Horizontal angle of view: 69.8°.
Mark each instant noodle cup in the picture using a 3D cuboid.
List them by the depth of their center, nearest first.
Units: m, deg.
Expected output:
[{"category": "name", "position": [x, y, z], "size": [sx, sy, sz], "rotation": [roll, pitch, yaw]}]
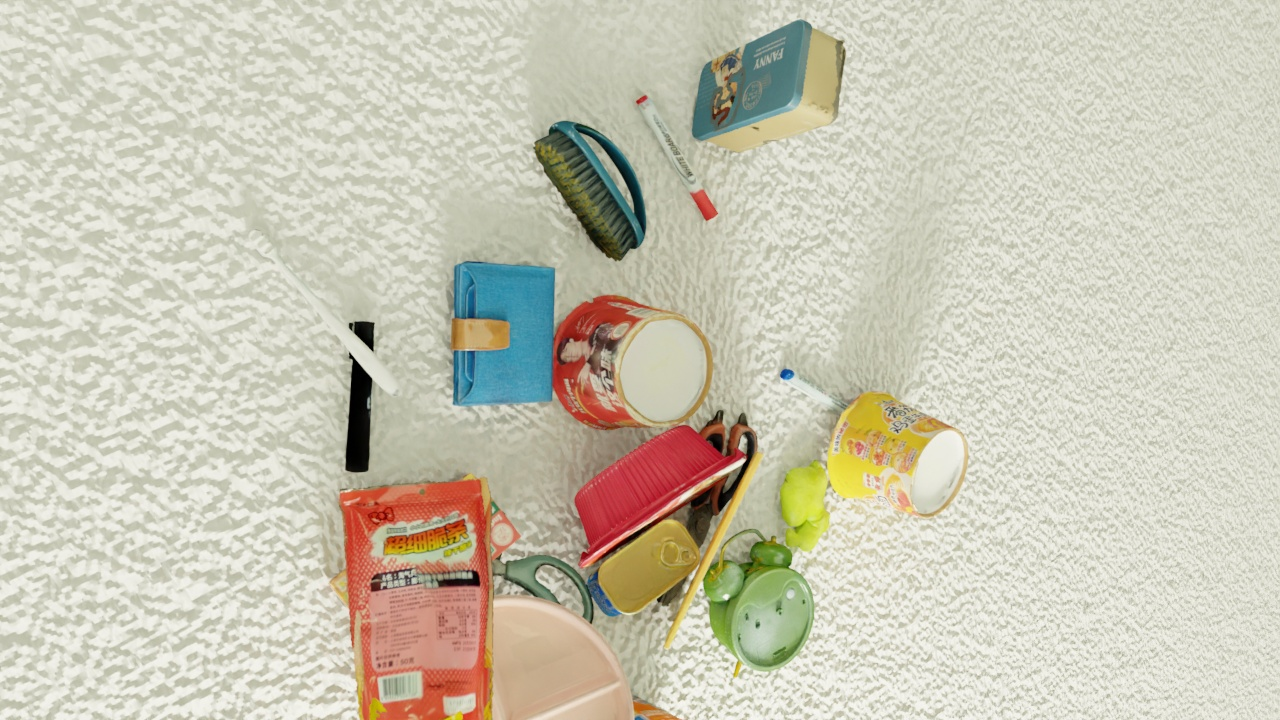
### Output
[{"category": "instant noodle cup", "position": [0.008, 0.122, 0.884], "size": [0.193, 0.194, 0.066], "rotation": [-27, 77, -27]}, {"category": "instant noodle cup", "position": [-0.005, 0.005, 0.887], "size": [0.137, 0.109, 0.138], "rotation": [-3, 95, -30]}, {"category": "instant noodle cup", "position": [-0.006, 0.411, 0.917], "size": [0.151, 0.112, 0.151], "rotation": [-3, 95, -31]}, {"category": "instant noodle cup", "position": [0.303, 0.114, 1.066], "size": [0.137, 0.110, 0.138], "rotation": [-12, 111, -35]}]

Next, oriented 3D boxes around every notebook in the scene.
[{"category": "notebook", "position": [0.076, 0.187, 0.934], "size": [0.010, 0.146, 0.206], "rotation": [26, 86, 8]}]

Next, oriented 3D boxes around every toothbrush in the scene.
[{"category": "toothbrush", "position": [-0.262, -0.038, 0.768], "size": [0.016, 0.016, 0.180], "rotation": [-42, 106, -13]}]

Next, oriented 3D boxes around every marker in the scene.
[{"category": "marker", "position": [-0.245, 0.032, 0.797], "size": [0.022, 0.020, 0.132], "rotation": [3, 92, -15]}, {"category": "marker", "position": [0.038, -0.208, 0.949], "size": [0.017, 0.017, 0.145], "rotation": [-43, 114, -21]}, {"category": "marker", "position": [0.218, 0.045, 1.078], "size": [0.145, 0.017, 0.017], "rotation": [28, 79, -30]}]

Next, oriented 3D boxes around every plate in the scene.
[{"category": "plate", "position": [-0.120, 0.325, 0.813], "size": [0.229, 0.028, 0.229], "rotation": [2, 80, -13]}]

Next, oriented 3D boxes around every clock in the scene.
[{"category": "clock", "position": [0.129, 0.265, 1.019], "size": [0.116, 0.056, 0.161], "rotation": [-20, 104, -29]}]

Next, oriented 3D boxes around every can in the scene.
[{"category": "can", "position": [0.000, 0.209, 0.912], "size": [0.102, 0.083, 0.057], "rotation": [-32, 81, -22]}]

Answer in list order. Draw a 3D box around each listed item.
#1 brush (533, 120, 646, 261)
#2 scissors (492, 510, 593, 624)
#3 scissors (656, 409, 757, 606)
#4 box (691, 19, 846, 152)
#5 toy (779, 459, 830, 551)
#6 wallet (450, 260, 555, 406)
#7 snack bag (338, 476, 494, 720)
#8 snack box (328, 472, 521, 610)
[{"category": "brush", "position": [-0.039, -0.169, 0.883], "size": [0.073, 0.055, 0.144], "rotation": [-45, 114, -20]}, {"category": "scissors", "position": [-0.132, 0.238, 0.856], "size": [0.174, 0.019, 0.169], "rotation": [33, 72, -11]}, {"category": "scissors", "position": [0.058, 0.158, 0.993], "size": [0.208, 0.015, 0.182], "rotation": [-32, 111, -25]}, {"category": "box", "position": [0.127, -0.265, 0.901], "size": [0.063, 0.185, 0.089], "rotation": [10, 83, -28]}, {"category": "toy", "position": [0.191, 0.169, 1.064], "size": [0.096, 0.031, 0.100], "rotation": [-47, 119, -22]}, {"category": "wallet", "position": [-0.127, -0.024, 0.854], "size": [0.106, 0.040, 0.133], "rotation": [-1, 94, -35]}, {"category": "snack bag", "position": [-0.184, 0.205, 0.775], "size": [0.128, 0.073, 0.207], "rotation": [-3, 76, -17]}, {"category": "snack box", "position": [-0.192, 0.178, 0.825], "size": [0.155, 0.027, 0.077], "rotation": [-39, 93, -23]}]
